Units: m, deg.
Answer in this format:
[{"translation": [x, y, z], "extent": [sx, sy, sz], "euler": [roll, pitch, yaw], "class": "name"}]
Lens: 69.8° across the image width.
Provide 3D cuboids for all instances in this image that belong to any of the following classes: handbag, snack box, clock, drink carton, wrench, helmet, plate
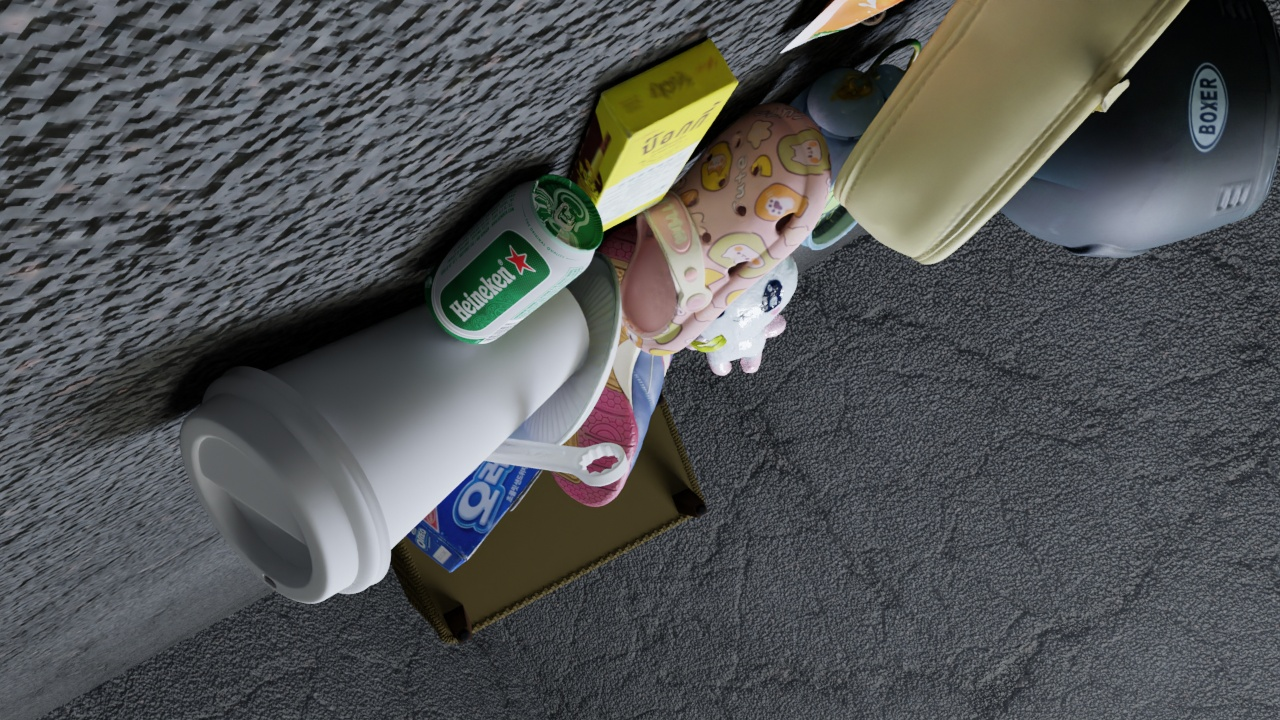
[{"translation": [0.203, -0.154, 0.509], "extent": [0.233, 0.088, 0.190], "euler": [-56, 172, 25], "class": "handbag"}, {"translation": [-0.106, 0.072, 0.779], "extent": [0.225, 0.059, 0.060], "euler": [-53, -174, -33], "class": "snack box"}, {"translation": [-0.002, -0.105, 0.468], "extent": [0.061, 0.025, 0.149], "euler": [-31, 177, -17], "class": "snack box"}, {"translation": [0.132, -0.145, 0.617], "extent": [0.117, 0.060, 0.162], "euler": [-27, 152, -42], "class": "clock"}, {"translation": [0.117, -0.180, 0.424], "extent": [0.069, 0.039, 0.122], "euler": [-29, -178, -21], "class": "drink carton"}, {"translation": [-0.128, 0.053, 0.598], "extent": [0.274, 0.009, 0.047], "euler": [4, -142, 30], "class": "wrench"}, {"translation": [0.441, -0.225, 0.870], "extent": [0.236, 0.249, 0.315], "euler": [-2, -168, 23], "class": "helmet"}, {"translation": [-0.055, -0.003, 0.650], "extent": [0.014, 0.156, 0.157], "euler": [20, 146, -29], "class": "plate"}]

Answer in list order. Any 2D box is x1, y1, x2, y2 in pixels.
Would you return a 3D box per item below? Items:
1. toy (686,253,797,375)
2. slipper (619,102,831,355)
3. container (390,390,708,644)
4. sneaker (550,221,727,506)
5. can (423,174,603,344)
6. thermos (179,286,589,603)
[{"translation": [0.102, -0.061, 1.009], "extent": [0.139, 0.180, 0.101], "euler": [-8, -149, -4], "class": "toy"}, {"translation": [0.031, -0.082, 0.579], "extent": [0.081, 0.093, 0.198], "euler": [3, 142, -39], "class": "slipper"}, {"translation": [-0.104, 0.132, 0.929], "extent": [0.320, 0.176, 0.205], "euler": [-25, -168, -16], "class": "container"}, {"translation": [-0.005, 0.004, 0.732], "extent": [0.090, 0.116, 0.242], "euler": [-39, 150, -64], "class": "sneaker"}, {"translation": [-0.067, -0.049, 0.471], "extent": [0.101, 0.053, 0.053], "euler": [-33, 176, 38], "class": "can"}, {"translation": [-0.129, 0.025, 0.526], "extent": [0.221, 0.131, 0.132], "euler": [-39, -177, -43], "class": "thermos"}]
